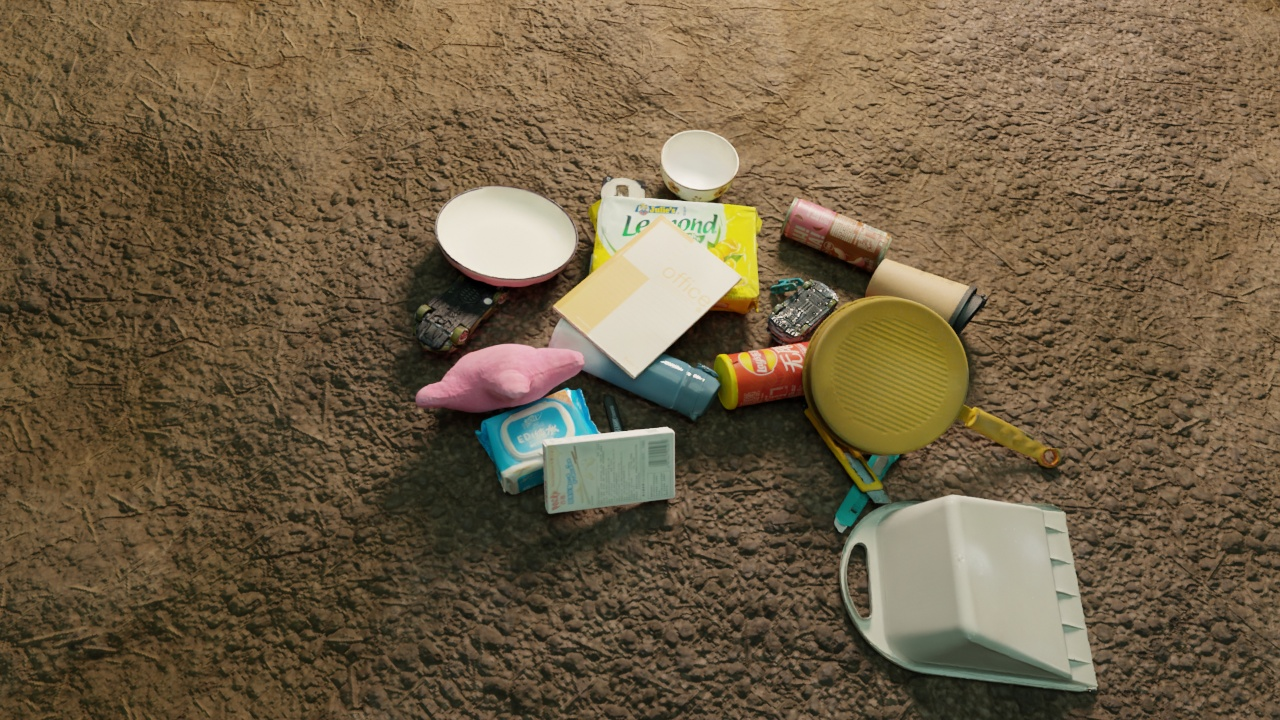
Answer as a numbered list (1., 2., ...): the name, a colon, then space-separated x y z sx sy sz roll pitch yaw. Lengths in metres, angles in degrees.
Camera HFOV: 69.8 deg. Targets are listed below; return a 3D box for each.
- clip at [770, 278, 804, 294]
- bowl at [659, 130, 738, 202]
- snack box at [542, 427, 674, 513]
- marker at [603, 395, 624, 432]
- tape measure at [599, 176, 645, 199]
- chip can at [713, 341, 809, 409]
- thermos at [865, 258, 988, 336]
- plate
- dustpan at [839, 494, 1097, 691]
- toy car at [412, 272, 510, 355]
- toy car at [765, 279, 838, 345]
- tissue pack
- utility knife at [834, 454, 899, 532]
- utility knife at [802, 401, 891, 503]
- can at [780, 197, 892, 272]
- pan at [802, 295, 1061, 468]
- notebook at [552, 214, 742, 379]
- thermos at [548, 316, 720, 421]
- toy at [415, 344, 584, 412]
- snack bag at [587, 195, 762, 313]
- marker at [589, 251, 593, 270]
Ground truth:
1. clip: 0.201 -0.102 1.253 0.046 0.057 0.014 -37 107 -22
2. bowl: 0.081 -0.271 1.330 0.113 0.062 0.113 2 60 -5
3. snack box: -0.036 0.128 1.078 0.156 0.027 0.085 -4 102 -16
4. marker: -0.026 0.097 1.143 0.018 0.015 0.124 -9 60 -13
5. tape measure: -0.026 -0.229 1.315 0.066 0.034 0.065 4 60 0
6. chip can: 0.207 0.011 1.175 0.216 0.073 0.073 -9 62 -9
7. thermos: 0.381 -0.081 1.234 0.143 0.093 0.092 30 63 20
8. plate: -0.182 -0.163 1.248 0.192 0.039 0.192 7 48 -8
9. dustpan: 0.376 0.267 1.081 0.257 0.143 0.222 20 57 -27
10. toy car: -0.231 -0.068 1.203 0.070 0.042 0.157 31 52 13
11. toy car: 0.219 -0.065 1.240 0.054 0.037 0.120 39 55 17
12. tissue pack: -0.120 0.095 1.108 0.140 0.063 0.090 -20 64 -15
13. utility knife: 0.283 0.150 1.136 0.029 0.013 0.159 31 63 19
14. utility knife: 0.257 0.110 1.146 0.033 0.015 0.173 -27 60 -9
15. can: 0.275 -0.177 1.294 0.147 0.058 0.057 24 62 9
16. pan: 0.371 0.053 1.135 0.357 0.078 0.197 25 90 1
17. notebook: 0.011 -0.086 1.174 0.146 0.010 0.205 41 67 16
18. thermos: -0.007 0.007 1.167 0.220 0.070 0.070 23 62 9
19. toy: -0.157 0.016 1.113 0.195 0.074 0.178 -7 16 23
20. snack bag: 0.047 -0.139 1.249 0.246 0.068 0.157 4 62 -4
21. marker: -0.063 -0.094 1.246 0.022 0.018 0.130 17 59 -19
